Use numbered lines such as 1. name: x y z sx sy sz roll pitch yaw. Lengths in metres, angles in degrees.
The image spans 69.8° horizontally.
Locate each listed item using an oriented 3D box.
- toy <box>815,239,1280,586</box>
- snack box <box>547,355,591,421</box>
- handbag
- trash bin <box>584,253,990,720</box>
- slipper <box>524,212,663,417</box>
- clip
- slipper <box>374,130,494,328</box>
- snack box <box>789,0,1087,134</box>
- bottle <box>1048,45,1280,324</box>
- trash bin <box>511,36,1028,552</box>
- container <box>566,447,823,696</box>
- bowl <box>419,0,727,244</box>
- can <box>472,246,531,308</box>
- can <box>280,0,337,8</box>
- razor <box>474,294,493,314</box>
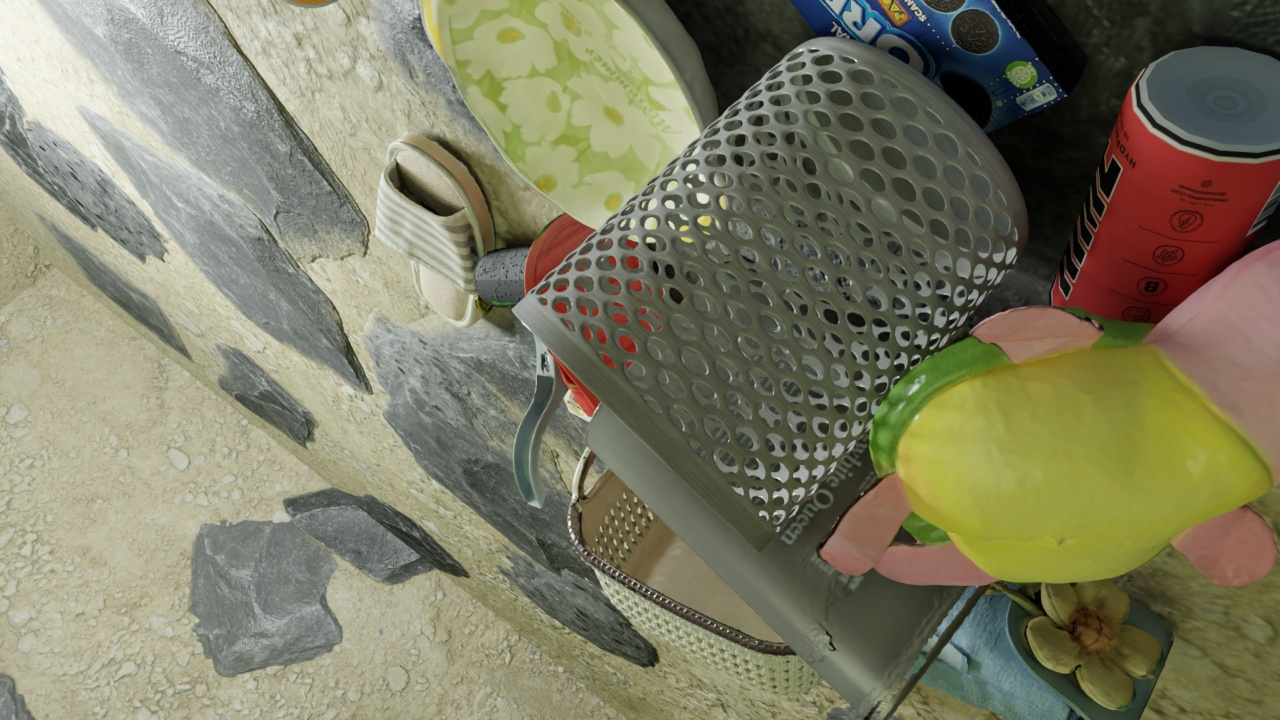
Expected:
1. toy: 0.177 0.031 0.358 0.190 0.087 0.239 39 124 -21
2. snack box: -0.049 0.013 0.881 0.082 0.026 0.150 23 149 29
3. handbag: 0.259 0.184 0.642 0.192 0.121 0.119 21 145 42
4. trash bin: 0.107 0.068 0.555 0.220 0.197 0.197 37 175 21
5. slipper: -0.004 0.004 0.693 0.249 0.103 0.059 59 176 0
6. clip: -0.044 0.041 0.824 0.031 0.173 0.164 13 -172 42
7. slipper: -0.191 -0.104 0.858 0.114 0.053 0.273 30 154 9
8. snack box: 0.107 -0.158 0.386 0.150 0.027 0.082 46 155 -12
9. bottle: 0.214 -0.041 0.390 0.062 0.062 0.177 28 152 24
10. trash bin: 0.061 -0.033 0.424 0.156 0.183 0.156 44 178 2
11. container: 0.073 0.154 0.741 0.252 0.184 0.143 21 140 29
12. bowl: -0.024 -0.159 0.526 0.219 0.060 0.189 39 155 4
13. can: -0.087 -0.069 0.765 0.138 0.053 0.054 6 139 50
14. can: -0.196 -0.278 0.541 0.079 0.079 0.143 43 155 -8
15. razor: -0.098 -0.055 0.835 0.106 0.042 0.026 14 144 27
